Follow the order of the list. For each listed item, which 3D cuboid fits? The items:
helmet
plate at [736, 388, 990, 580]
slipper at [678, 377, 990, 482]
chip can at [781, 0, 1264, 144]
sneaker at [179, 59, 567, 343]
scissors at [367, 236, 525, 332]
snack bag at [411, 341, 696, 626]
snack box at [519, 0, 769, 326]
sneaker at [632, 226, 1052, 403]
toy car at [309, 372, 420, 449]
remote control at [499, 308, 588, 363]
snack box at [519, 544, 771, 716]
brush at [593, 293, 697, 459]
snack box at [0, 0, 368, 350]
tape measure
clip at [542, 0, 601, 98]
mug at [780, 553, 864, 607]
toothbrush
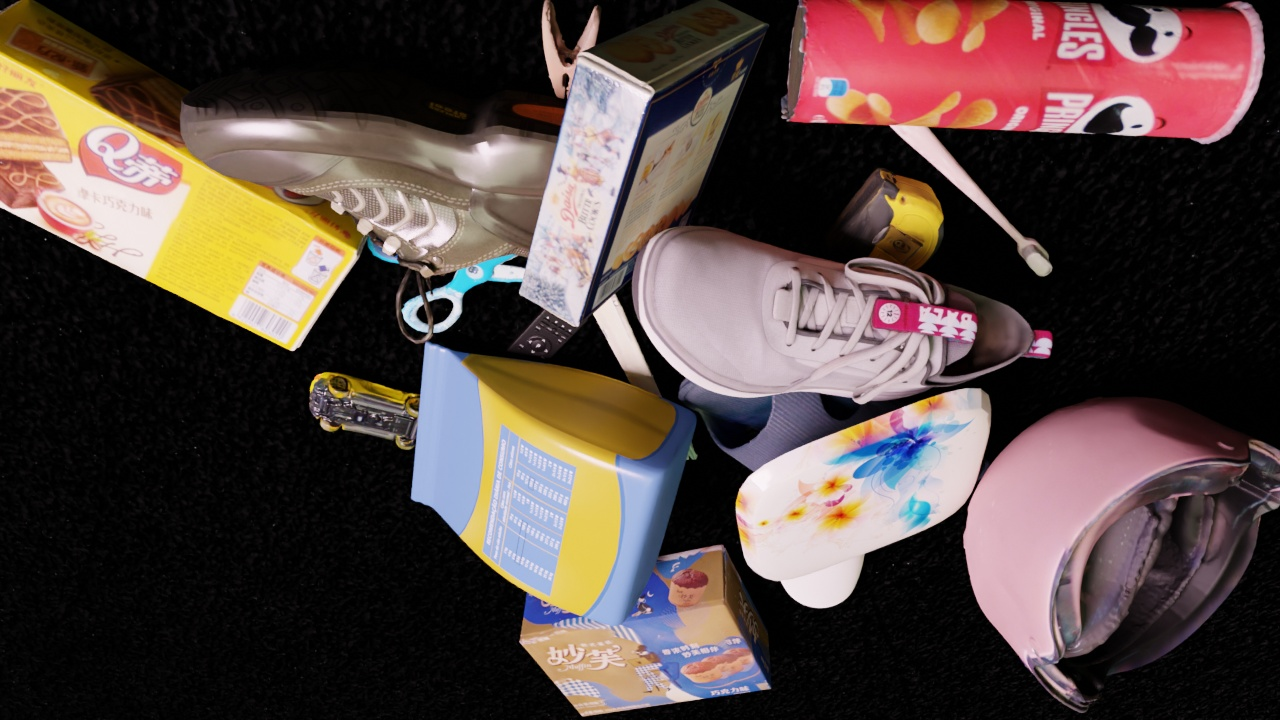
[{"bbox_3d":[0.344,0.130,0.683,0.255,0.152,0.230,21,105,-37],"label":"helmet"},{"bbox_3d":[0.161,0.098,0.650,0.187,0.016,0.187,-20,144,-3],"label":"plate"},{"bbox_3d":[0.152,0.071,0.685,0.263,0.082,0.101,19,147,-18],"label":"slipper"},{"bbox_3d":[0.197,-0.160,0.497,0.233,0.073,0.073,3,132,1],"label":"chip can"},{"bbox_3d":[-0.142,-0.095,0.556,0.238,0.101,0.143,6,126,-10],"label":"sneaker"},{"bbox_3d":[-0.125,-0.071,0.634,0.141,0.013,0.114,-21,126,23],"label":"scissors"},{"bbox_3d":[-0.078,0.084,0.691,0.205,0.102,0.159,20,122,12],"label":"snack bag"},{"bbox_3d":[0.002,-0.111,0.503,0.042,0.144,0.145,31,131,12],"label":"snack box"},{"bbox_3d":[0.121,-0.023,0.543,0.262,0.096,0.129,11,170,-32],"label":"sneaker"},{"bbox_3d":[-0.208,0.039,0.725,0.107,0.030,0.049,18,129,-15],"label":"toy car"},{"bbox_3d":[-0.092,0.001,0.698,0.030,0.009,0.140,31,126,-23],"label":"remote control"},{"bbox_3d":[0.008,0.267,0.894,0.203,0.069,0.155,-14,129,15],"label":"snack box"},{"bbox_3d":[-0.004,0.004,0.696,0.033,0.012,0.218,-14,129,15],"label":"brush"},{"bbox_3d":[-0.295,-0.108,0.575,0.230,0.061,0.110,30,127,-22],"label":"snack box"},{"bbox_3d":[0.162,-0.084,0.590,0.064,0.037,0.066,23,129,-17],"label":"tape measure"},{"bbox_3d":[-0.035,-0.178,0.526,0.039,0.024,0.060,-1,142,7],"label":"clip"},{"bbox_3d":[0.137,0.156,0.791,0.114,0.080,0.088,21,148,28],"label":"mug"},{"bbox_3d":[0.205,-0.110,0.578,0.181,0.018,0.016,36,124,-25],"label":"toothbrush"}]
